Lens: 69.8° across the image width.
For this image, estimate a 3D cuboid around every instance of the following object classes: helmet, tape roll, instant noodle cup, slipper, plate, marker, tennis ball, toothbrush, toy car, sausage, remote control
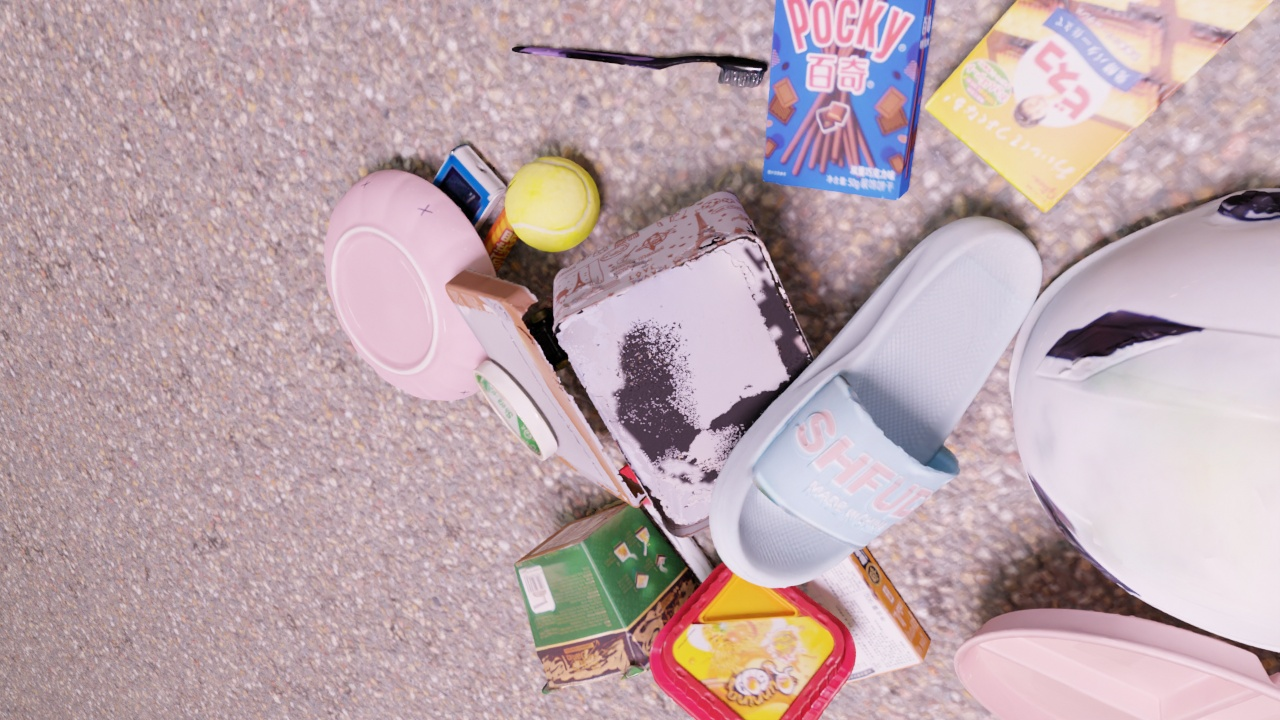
[{"bbox_3d":[0.299,0.045,0.431,0.259,0.145,0.229,10,117,28],"label":"helmet"},{"bbox_3d":[-0.094,0.037,0.684,0.086,0.013,0.086,46,163,18],"label":"tape roll"},{"bbox_3d":[0.078,0.224,0.657,0.116,0.115,0.124,35,153,25],"label":"instant noodle cup"},{"bbox_3d":[0.140,0.032,0.506,0.104,0.074,0.245,34,96,-29],"label":"slipper"},{"bbox_3d":[-0.190,-0.051,0.724,0.193,0.038,0.193,17,121,31],"label":"plate"},{"bbox_3d":[0.032,0.141,0.723,0.017,0.017,0.145,-36,91,38],"label":"marker"},{"bbox_3d":[-0.061,-0.108,0.634,0.065,0.065,0.065,13,118,26],"label":"tennis ball"},{"bbox_3d":[-0.006,-0.192,0.593,0.189,0.014,0.017,14,131,26],"label":"toothbrush"},{"bbox_3d":[-0.083,-0.008,0.715,0.107,0.031,0.049,-27,97,39],"label":"toy car"},{"bbox_3d":[0.297,0.203,0.520,0.229,0.028,0.230,22,152,13],"label":"plate"},{"bbox_3d":[-0.119,-0.077,0.712,0.021,0.021,0.166,45,128,6],"label":"sausage"},{"bbox_3d":[-0.151,-0.107,0.716,0.049,0.024,0.125,47,129,4],"label":"remote control"}]

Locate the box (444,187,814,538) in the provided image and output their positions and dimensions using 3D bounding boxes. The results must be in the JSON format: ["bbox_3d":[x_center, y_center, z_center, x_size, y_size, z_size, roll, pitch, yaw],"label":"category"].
[{"bbox_3d":[-0.009,0.012,0.594,0.270,0.135,0.179,-9,123,35],"label":"box"}]

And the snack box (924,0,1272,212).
[{"bbox_3d":[0.223,-0.154,0.457,0.087,0.033,0.141,45,129,7],"label":"snack box"}]

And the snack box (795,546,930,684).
[{"bbox_3d":[0.134,0.159,0.663,0.075,0.026,0.153,-34,92,38],"label":"snack box"}]

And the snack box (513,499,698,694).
[{"bbox_3d":[-0.032,0.181,0.723,0.118,0.117,0.105,-26,92,35],"label":"snack box"}]

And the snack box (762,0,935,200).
[{"bbox_3d":[0.117,-0.174,0.517,0.085,0.026,0.157,14,119,27],"label":"snack box"}]
